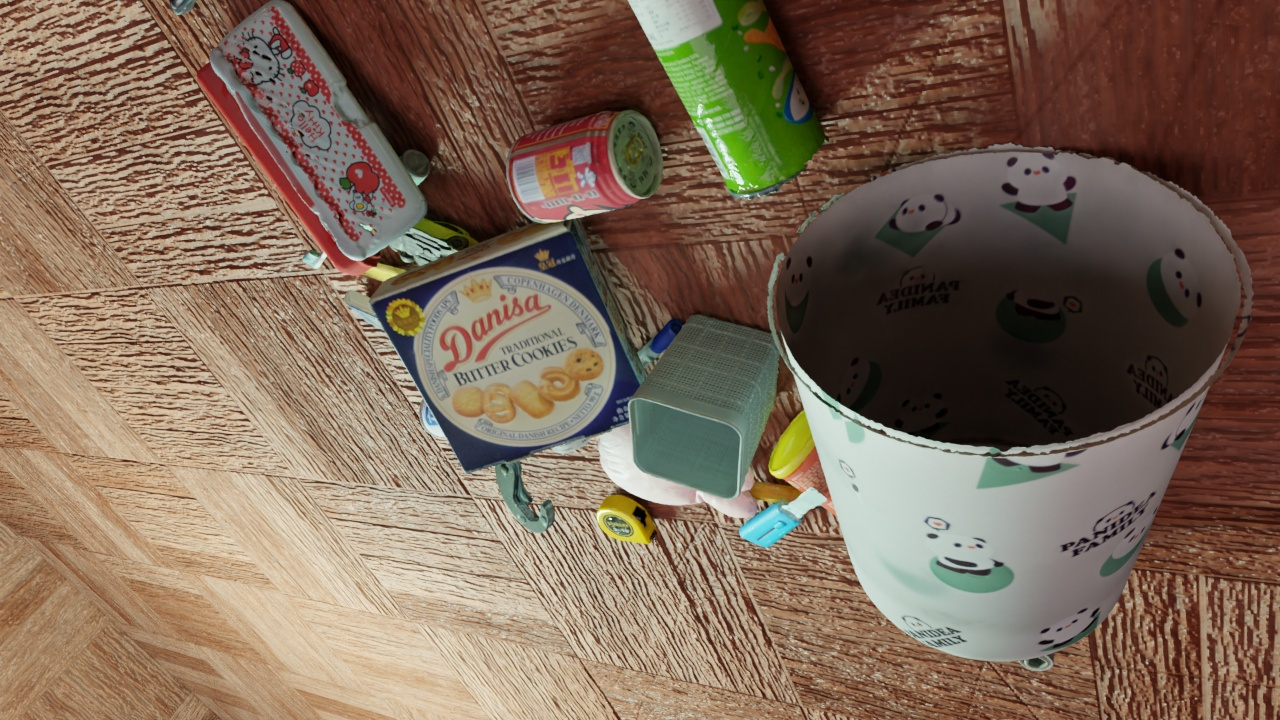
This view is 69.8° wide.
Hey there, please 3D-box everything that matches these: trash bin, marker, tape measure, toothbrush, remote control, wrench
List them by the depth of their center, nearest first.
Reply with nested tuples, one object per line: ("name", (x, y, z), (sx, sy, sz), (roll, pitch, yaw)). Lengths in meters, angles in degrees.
("trash bin", (0.210, 0.041, 0.555), (0.230, 0.228, 0.252), (8, 140, 27))
("marker", (-0.005, 0.005, 0.804), (0.017, 0.016, 0.146), (39, 140, -7))
("marker", (0.157, 0.123, 0.819), (0.124, 0.018, 0.015), (5, 138, 27))
("toothbrush", (-0.250, -0.127, 0.821), (0.027, 0.026, 0.225), (28, 146, -30))
("wrench", (-0.143, 0.037, 0.857), (0.056, 0.016, 0.273), (-12, 102, 41))
("remote control", (-0.227, -0.033, 0.895), (0.125, 0.024, 0.049), (23, 166, 12))
("tape measure", (-0.016, 0.165, 0.964), (0.060, 0.028, 0.057), (-1, 131, 33))

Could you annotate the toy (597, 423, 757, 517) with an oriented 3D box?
("toy", (0.033, 0.099, 0.845), (0.159, 0.054, 0.121), (16, 145, 21))

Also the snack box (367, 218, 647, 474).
("snack box", (-0.103, -0.009, 0.762), (0.178, 0.045, 0.182), (-18, 115, 14))

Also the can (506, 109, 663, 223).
("can", (-0.038, -0.136, 0.644), (0.094, 0.066, 0.066), (-5, 128, 36))

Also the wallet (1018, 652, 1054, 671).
("wallet", (0.268, 0.147, 0.684), (0.106, 0.129, 0.037), (41, 135, -10))

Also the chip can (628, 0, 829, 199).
("chip can", (0.029, -0.208, 0.522), (0.072, 0.072, 0.236), (-9, 125, 39))

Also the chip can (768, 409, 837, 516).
("chip can", (0.210, 0.122, 0.741), (0.216, 0.073, 0.073), (35, 140, -3))

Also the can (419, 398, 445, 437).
("can", (-0.160, 0.050, 0.921), (0.135, 0.053, 0.053), (-5, 128, 36))

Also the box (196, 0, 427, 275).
("box", (-0.259, -0.175, 0.746), (0.201, 0.100, 0.110), (55, 178, -6))

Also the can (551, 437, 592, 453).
("can", (-0.094, 0.016, 0.840), (0.058, 0.058, 0.147), (-9, 125, 39))

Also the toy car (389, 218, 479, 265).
("toy car", (-0.175, -0.101, 0.793), (0.105, 0.032, 0.048), (22, 146, 13))

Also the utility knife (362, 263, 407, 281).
("utility knife", (-0.206, -0.074, 0.835), (0.202, 0.021, 0.031), (11, 153, 32))

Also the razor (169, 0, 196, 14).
("razor", (-0.328, -0.300, 0.698), (0.143, 0.022, 0.042), (-17, 94, 46))

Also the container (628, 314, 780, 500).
("container", (0.054, 0.031, 0.719), (0.090, 0.111, 0.090), (16, 138, 18))

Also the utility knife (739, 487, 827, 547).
("utility knife", (0.123, 0.134, 0.791), (0.034, 0.018, 0.235), (28, 161, 5))
